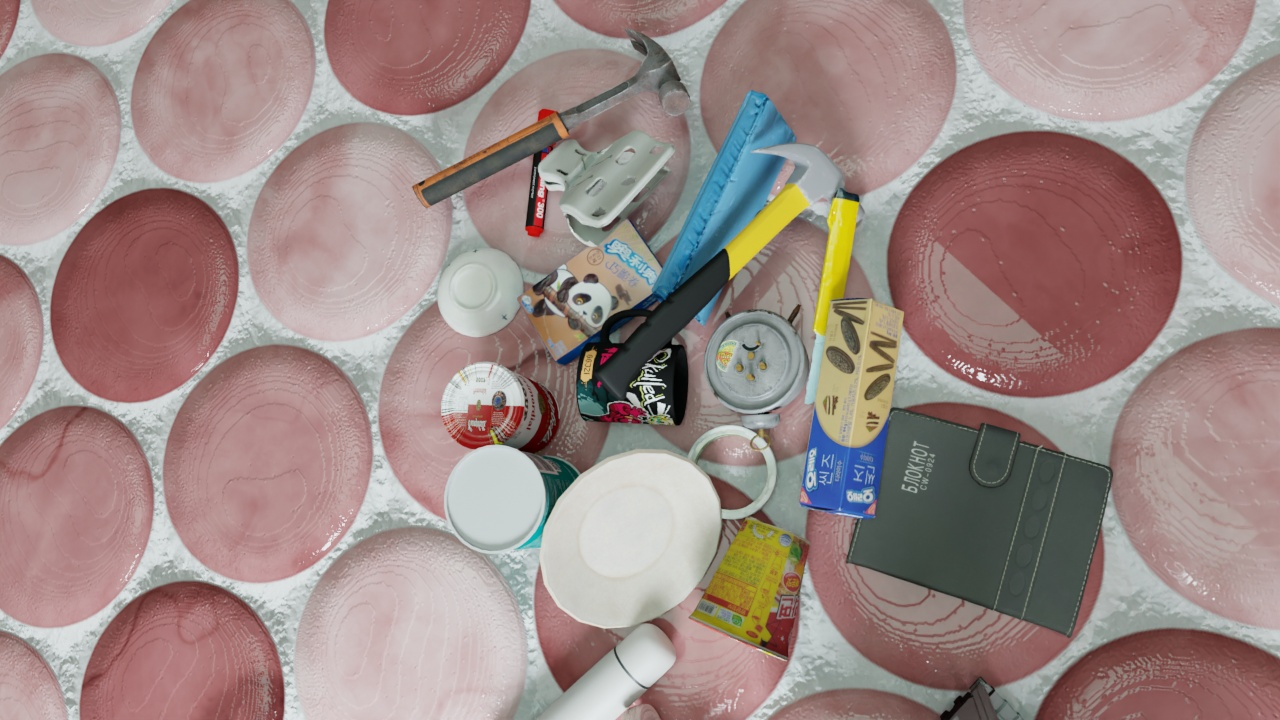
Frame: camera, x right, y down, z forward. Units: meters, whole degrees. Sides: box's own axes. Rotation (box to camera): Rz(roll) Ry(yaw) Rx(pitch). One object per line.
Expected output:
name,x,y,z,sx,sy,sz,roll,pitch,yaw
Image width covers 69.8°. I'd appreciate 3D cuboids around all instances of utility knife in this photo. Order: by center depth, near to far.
utility knife,0.188,-0.062,0.917,0.030,0.019,0.217,8,92,-6

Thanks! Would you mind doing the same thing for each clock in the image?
clock,0.118,0.017,0.915,0.104,0.056,0.147,-5,80,26

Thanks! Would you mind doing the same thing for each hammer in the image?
hammer,0.078,-0.088,0.893,0.323,0.029,0.127,-44,112,-10
hammer,-0.108,-0.256,1.000,0.315,0.035,0.137,-25,53,9

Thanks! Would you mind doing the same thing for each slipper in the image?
slipper,0.051,0.433,0.848,0.064,0.094,0.239,-27,72,13

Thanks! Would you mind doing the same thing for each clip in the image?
clip,-0.039,-0.183,0.988,0.126,0.099,0.152,-48,37,-19

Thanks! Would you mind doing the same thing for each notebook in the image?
notebook,0.319,0.145,0.867,0.209,0.029,0.169,16,85,14

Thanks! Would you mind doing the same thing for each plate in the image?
plate,-0.010,0.170,0.893,0.188,0.027,0.189,-7,109,-21
plate,-0.184,-0.080,1.027,0.104,0.026,0.104,-3,80,13

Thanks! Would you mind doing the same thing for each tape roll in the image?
tape roll,0.092,0.113,0.931,0.094,0.018,0.093,-2,80,13

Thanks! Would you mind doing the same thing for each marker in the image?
marker,-0.111,-0.211,1.034,0.023,0.021,0.145,4,82,7

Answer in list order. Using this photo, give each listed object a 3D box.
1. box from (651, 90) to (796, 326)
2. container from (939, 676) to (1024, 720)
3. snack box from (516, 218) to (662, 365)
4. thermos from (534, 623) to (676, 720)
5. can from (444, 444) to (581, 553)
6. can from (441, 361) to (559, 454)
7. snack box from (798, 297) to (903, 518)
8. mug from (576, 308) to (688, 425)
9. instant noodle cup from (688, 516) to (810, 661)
box,0.089,-0.152,0.939,0.054,0.093,0.231,25,86,17
container,0.278,0.445,0.715,0.244,0.247,0.245,-46,74,6
snack box,-0.049,-0.073,0.988,0.151,0.034,0.087,-35,74,6
thermos,-0.058,0.349,0.910,0.224,0.052,0.052,-43,74,4
can,-0.118,0.139,0.912,0.099,0.144,0.099,-2,80,13
can,-0.142,0.053,0.947,0.087,0.116,0.086,-2,80,13
snack box,0.204,0.046,0.884,0.057,0.056,0.206,0,78,52
mug,-0.006,0.006,0.939,0.098,0.082,0.118,2,83,14
instant noodle cup,0.113,0.214,0.874,0.100,0.100,0.112,21,78,16
